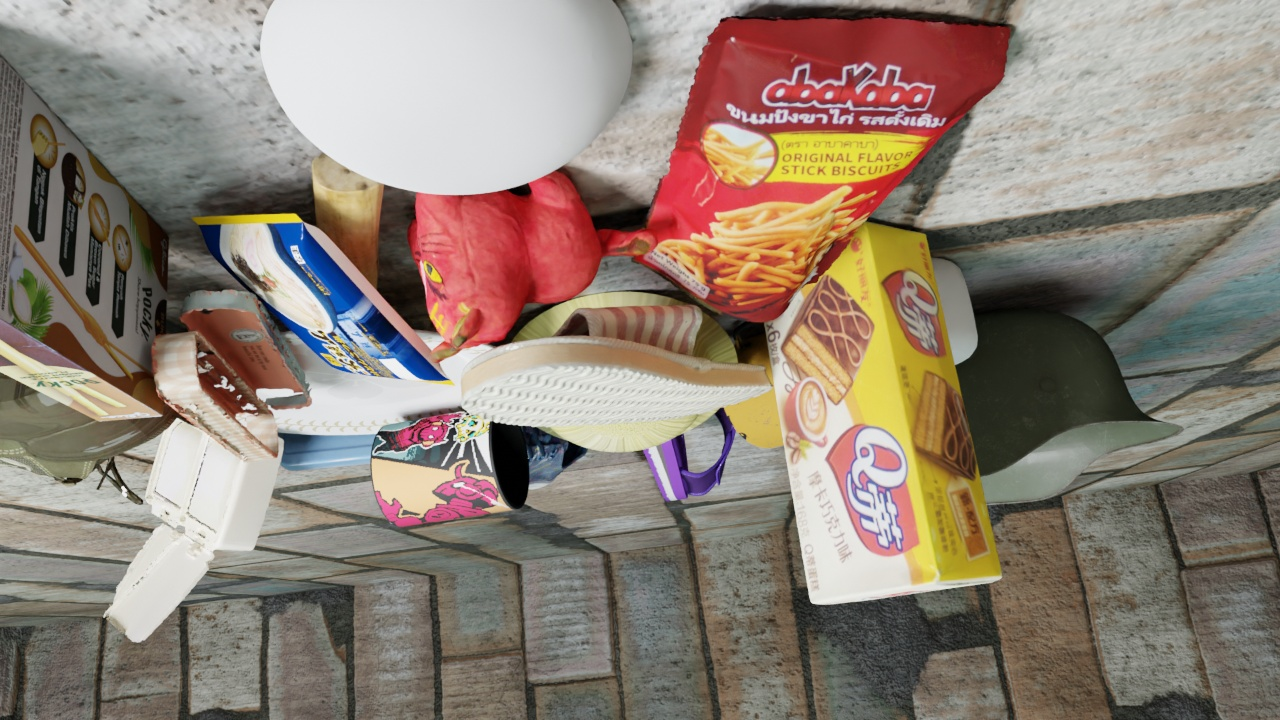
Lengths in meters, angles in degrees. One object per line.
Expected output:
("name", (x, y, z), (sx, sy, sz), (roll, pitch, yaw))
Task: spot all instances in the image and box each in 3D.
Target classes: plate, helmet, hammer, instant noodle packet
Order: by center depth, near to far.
("instant noodle packet", (-0.166, -0.030, 0.489), (0.087, 0.026, 0.134), (5, 145, 34))
("hammer", (-0.182, -0.037, 0.580), (0.132, 0.033, 0.331), (0, 162, -17))
("plate", (-0.202, 0.015, 0.655), (0.242, 0.016, 0.243), (-6, 162, -2))
("plate", (-0.015, 0.026, 0.710), (0.184, 0.036, 0.185), (-2, 138, -2))
("helmet", (0.310, 0.037, 0.797), (0.268, 0.153, 0.226), (-12, 162, 32))

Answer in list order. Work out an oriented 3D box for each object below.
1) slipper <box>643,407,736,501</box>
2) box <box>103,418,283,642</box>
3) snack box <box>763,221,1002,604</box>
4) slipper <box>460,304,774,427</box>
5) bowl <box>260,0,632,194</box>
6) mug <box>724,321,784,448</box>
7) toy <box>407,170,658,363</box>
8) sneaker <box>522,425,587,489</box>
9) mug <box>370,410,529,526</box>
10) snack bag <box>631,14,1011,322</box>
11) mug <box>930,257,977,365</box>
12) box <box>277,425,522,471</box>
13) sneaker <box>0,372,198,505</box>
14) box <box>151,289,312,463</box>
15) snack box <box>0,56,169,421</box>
("slipper", (0.053, 0.069, 0.904), (0.084, 0.107, 0.267), (-9, 159, 6))
("box", (-0.367, 0.128, 0.738), (0.145, 0.187, 0.058), (11, 165, 40))
("snack box", (0.151, 0.036, 0.602), (0.061, 0.230, 0.110), (4, 160, -33))
("slipper", (-0.003, 0.003, 0.574), (0.115, 0.052, 0.262), (-22, 163, 32))
("bowl", (-0.075, -0.103, 0.377), (0.149, 0.043, 0.150), (-6, 163, -2))
("mug", (0.122, 0.010, 0.759), (0.094, 0.100, 0.124), (-20, 118, 43))
("toy", (-0.057, -0.044, 0.491), (0.133, 0.094, 0.088), (-3, 160, -9))
("sneaker", (-0.120, 0.092, 0.942), (0.079, 0.087, 0.235), (-18, 165, 14))
("mug", (-0.142, 0.092, 0.733), (0.098, 0.081, 0.118), (-10, 147, 11))
("snack bag", (0.074, -0.100, 0.468), (0.139, 0.066, 0.208), (3, 152, -13))
("mug", (0.197, -0.025, 0.698), (0.094, 0.068, 0.116), (-1, 162, -19))
("box", (-0.211, 0.058, 0.809), (0.209, 0.073, 0.086), (-4, 167, -11))
("sneaker", (-0.370, 0.029, 0.571), (0.238, 0.101, 0.143), (-8, 153, 21))
("box", (-0.231, 0.017, 0.539), (0.070, 0.056, 0.187), (-35, 171, -17))
("snack box", (-0.258, -0.046, 0.395), (0.031, 0.101, 0.186), (-5, 163, -7))
